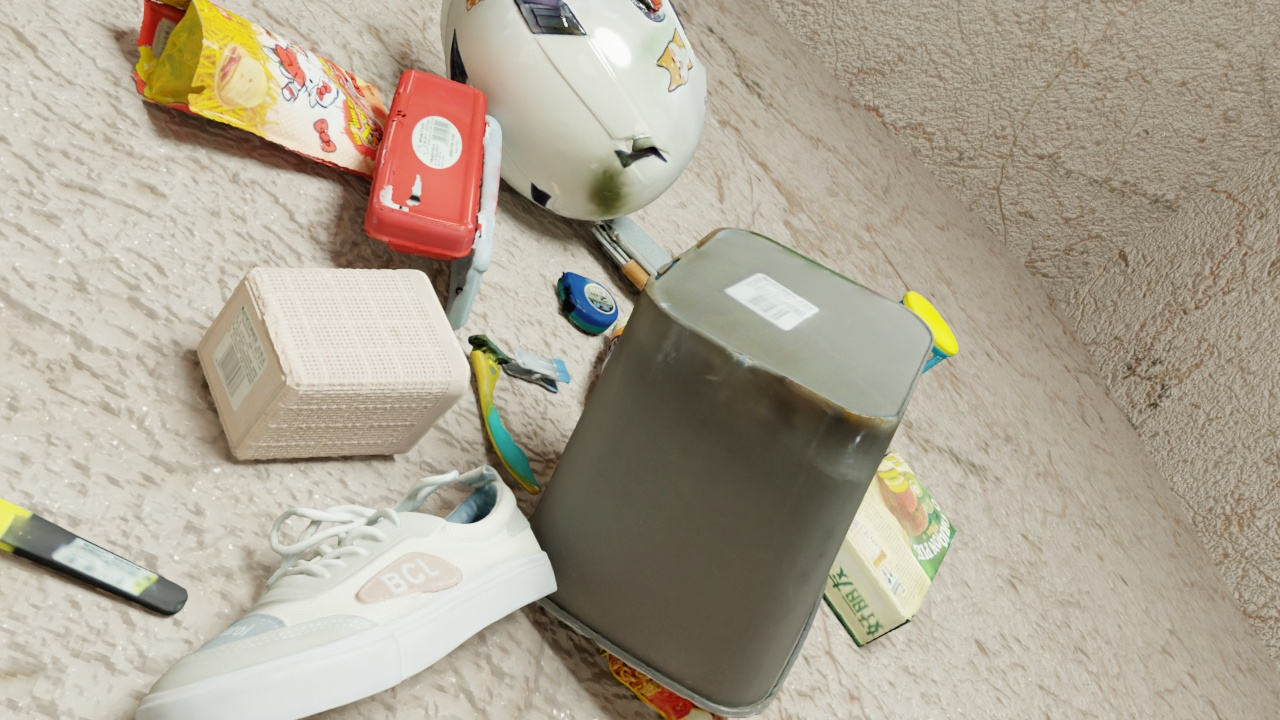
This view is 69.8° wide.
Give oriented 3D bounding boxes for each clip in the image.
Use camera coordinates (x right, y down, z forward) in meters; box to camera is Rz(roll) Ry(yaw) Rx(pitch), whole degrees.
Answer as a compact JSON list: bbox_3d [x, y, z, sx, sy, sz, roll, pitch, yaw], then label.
[{"bbox_3d":[-0.082,0.007,0.720,0.058,0.037,0.026,21,42,-46],"label":"clip"}]

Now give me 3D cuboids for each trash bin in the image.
[{"bbox_3d":[0.054,0.056,0.574,0.199,0.220,0.198,28,34,13],"label":"trash bin"}]

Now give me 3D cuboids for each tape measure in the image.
[{"bbox_3d":[-0.047,-0.050,0.828,0.058,0.025,0.054,19,43,-38],"label":"tape measure"}]

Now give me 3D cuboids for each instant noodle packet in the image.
[{"bbox_3d":[0.028,0.185,0.635,0.111,0.044,0.128,47,28,-14],"label":"instant noodle packet"}]

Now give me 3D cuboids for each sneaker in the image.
[{"bbox_3d":[-0.131,0.106,0.450,0.241,0.090,0.090,-9,78,-62],"label":"sneaker"}]

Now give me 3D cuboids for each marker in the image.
[{"bbox_3d":[-0.254,0.080,0.394,0.124,0.015,0.018,37,32,-28],"label":"marker"}]

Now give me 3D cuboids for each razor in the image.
[{"bbox_3d":[-0.096,0.041,0.646,0.132,0.028,0.043,66,5,34],"label":"razor"}]

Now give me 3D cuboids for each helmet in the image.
[{"bbox_3d":[-0.063,-0.230,0.828,0.274,0.231,0.156,44,34,-37],"label":"helmet"}]

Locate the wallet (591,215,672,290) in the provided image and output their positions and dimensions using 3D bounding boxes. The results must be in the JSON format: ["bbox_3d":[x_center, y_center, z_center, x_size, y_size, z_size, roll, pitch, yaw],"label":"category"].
[{"bbox_3d":[0.007,-0.094,0.945,0.129,0.037,0.106,46,20,0],"label":"wallet"}]

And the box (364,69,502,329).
[{"bbox_3d":[-0.161,-0.127,0.710,0.094,0.100,0.200,12,43,-17],"label":"box"}]

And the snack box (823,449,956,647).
[{"bbox_3d":[0.240,0.178,0.921,0.114,0.063,0.239,54,29,8],"label":"snack box"}]

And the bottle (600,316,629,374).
[{"bbox_3d":[-0.005,0.005,0.791,0.066,0.067,0.149,37,23,-22],"label":"bottle"}]

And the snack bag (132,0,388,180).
[{"bbox_3d":[-0.258,-0.194,0.678,0.207,0.073,0.128,7,49,-61],"label":"snack bag"}]

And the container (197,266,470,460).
[{"bbox_3d":[-0.175,0.002,0.521,0.110,0.090,0.090,-1,56,-52],"label":"container"}]

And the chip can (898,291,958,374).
[{"bbox_3d":[0.200,0.023,0.894,0.071,0.211,0.071,34,33,-26],"label":"chip can"}]
